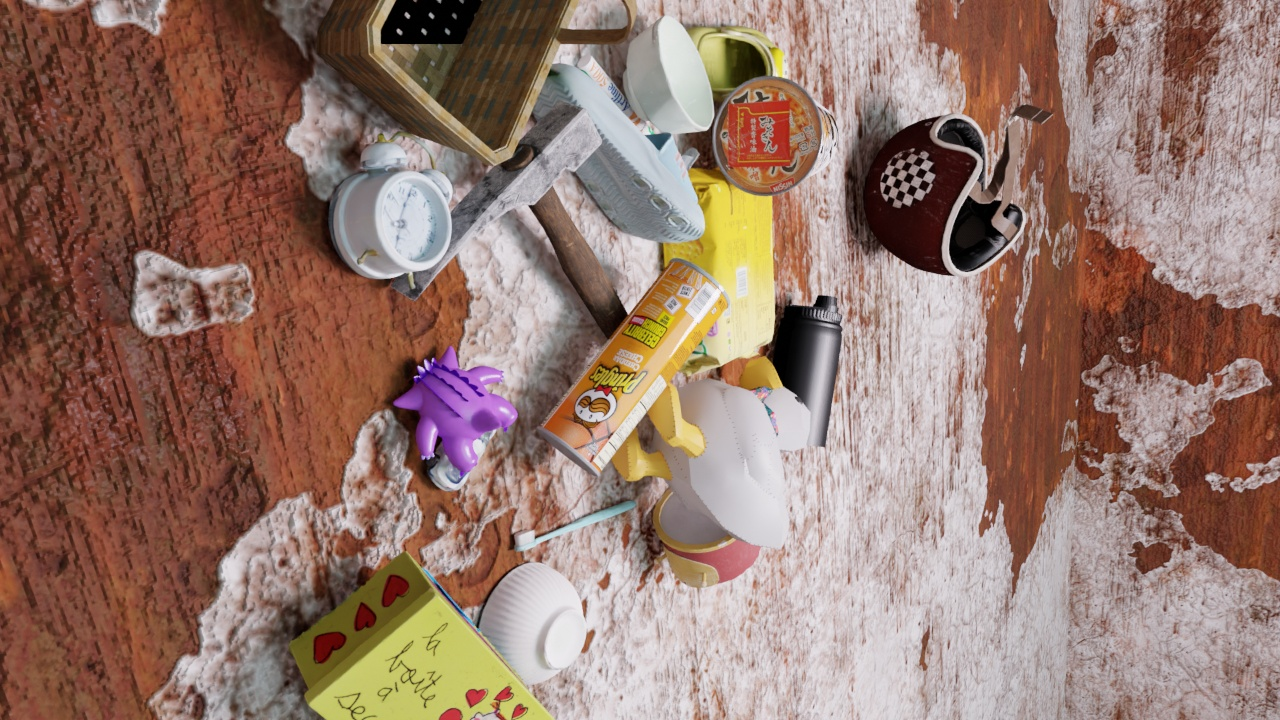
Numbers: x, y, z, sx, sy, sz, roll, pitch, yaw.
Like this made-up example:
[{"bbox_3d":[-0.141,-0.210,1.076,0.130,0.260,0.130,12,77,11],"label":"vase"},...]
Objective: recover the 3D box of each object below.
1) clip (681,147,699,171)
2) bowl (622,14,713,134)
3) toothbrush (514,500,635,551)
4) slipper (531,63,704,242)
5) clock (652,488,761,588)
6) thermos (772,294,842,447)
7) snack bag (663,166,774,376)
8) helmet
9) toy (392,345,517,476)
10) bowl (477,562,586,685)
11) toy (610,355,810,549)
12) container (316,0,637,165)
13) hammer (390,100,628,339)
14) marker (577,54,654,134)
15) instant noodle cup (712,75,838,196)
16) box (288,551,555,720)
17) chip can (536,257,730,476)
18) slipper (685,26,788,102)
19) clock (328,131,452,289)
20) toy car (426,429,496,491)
[{"bbox_3d":[0.014,-0.193,0.951,0.056,0.102,0.046,34,54,-3],"label":"clip"},{"bbox_3d":[0.022,-0.278,0.924,0.117,0.061,0.117,37,45,-49],"label":"bowl"},{"bbox_3d":[-0.063,0.167,0.949,0.180,0.016,0.016,-9,95,-51],"label":"toothbrush"},{"bbox_3d":[-0.011,-0.198,0.880,0.245,0.104,0.074,45,65,-41],"label":"slipper"},{"bbox_3d":[0.091,0.191,1.069,0.158,0.117,0.081,-42,131,-31],"label":"clock"},{"bbox_3d":[0.219,0.010,1.224,0.086,0.086,0.198,10,89,-52],"label":"thermos"},{"bbox_3d":[0.096,-0.109,1.059,0.159,0.068,0.247,-20,112,-48],"label":"snack bag"},{"bbox_3d":[0.452,-0.244,1.336,0.233,0.253,0.234,24,102,-46],"label":"helmet"},{"bbox_3d":[-0.153,0.037,0.767,0.088,0.056,0.105,41,60,-2],"label":"toy"},{"bbox_3d":[-0.094,0.261,0.888,0.117,0.062,0.118,-13,107,-51],"label":"bowl"},{"bbox_3d":[0.101,0.093,1.007,0.267,0.141,0.246,8,50,-38],"label":"toy"},{"bbox_3d":[-0.102,-0.283,0.672,0.157,0.187,0.249,38,67,-49],"label":"container"},{"bbox_3d":[-0.077,-0.058,0.858,0.217,0.037,0.301,-49,142,-15],"label":"hammer"},{"bbox_3d":[-0.016,-0.254,0.928,0.145,0.017,0.017,40,65,-48],"label":"marker"},{"bbox_3d":[0.161,-0.247,1.018,0.121,0.124,0.124,-22,114,-59],"label":"instant noodle cup"},{"bbox_3d":[-0.171,0.272,0.753,0.124,0.082,0.221,-38,130,-16],"label":"box"},{"bbox_3d":[-0.005,0.005,0.892,0.214,0.075,0.075,-52,135,-12],"label":"chip can"},{"bbox_3d":[0.116,-0.335,1.033,0.190,0.082,0.092,-14,105,-48],"label":"slipper"},{"bbox_3d":[-0.187,-0.118,0.704,0.083,0.057,0.117,27,68,-51],"label":"clock"},{"bbox_3d":[-0.153,0.073,0.806,0.039,0.027,0.089,52,57,-41],"label":"toy car"}]
